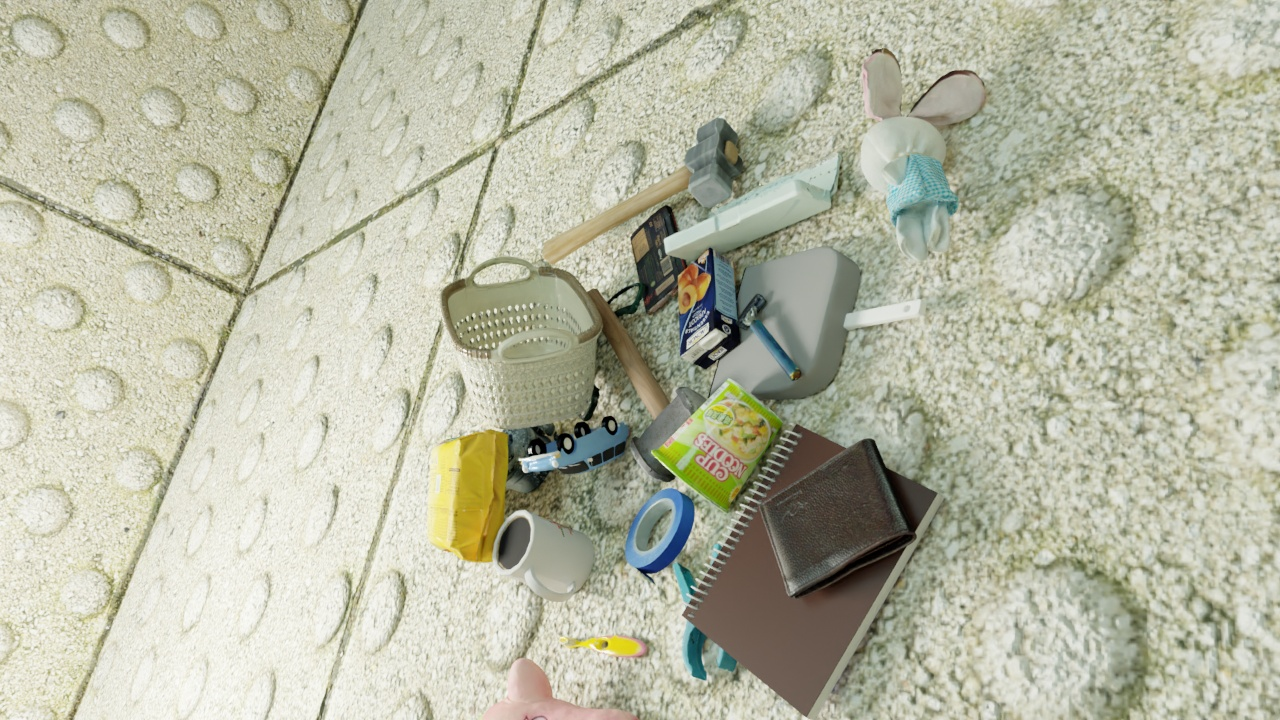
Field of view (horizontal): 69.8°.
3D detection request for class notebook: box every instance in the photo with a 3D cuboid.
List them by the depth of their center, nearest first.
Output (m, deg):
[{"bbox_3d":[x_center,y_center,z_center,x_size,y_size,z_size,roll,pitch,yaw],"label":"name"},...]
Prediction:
[{"bbox_3d":[0.141,0.174,0.807,0.172,0.022,0.209,27,84,49],"label":"notebook"}]

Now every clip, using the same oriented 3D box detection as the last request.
[{"bbox_3d":[0.074,0.235,0.868,0.114,0.028,0.126,-27,46,41],"label":"clip"}]

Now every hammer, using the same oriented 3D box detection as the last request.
[{"bbox_3d":[-0.006,0.006,1.086,0.098,0.052,0.328,-49,40,16],"label":"hammer"},{"bbox_3d":[-0.009,-0.206,1.222,0.324,0.051,0.117,-23,41,35],"label":"hammer"}]

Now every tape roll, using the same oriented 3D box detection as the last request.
[{"bbox_3d":[0.020,0.178,0.962,0.093,0.016,0.091,-57,23,2],"label":"tape roll"}]

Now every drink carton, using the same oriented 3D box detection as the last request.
[{"bbox_3d":[0.076,-0.059,1.042,0.064,0.040,0.129,-41,35,39],"label":"drink carton"}]

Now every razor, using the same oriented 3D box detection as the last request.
[{"bbox_3d":[0.130,-0.022,0.936,0.042,0.022,0.143,-56,29,19],"label":"razor"}]

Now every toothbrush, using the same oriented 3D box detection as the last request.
[{"bbox_3d":[-0.043,0.301,0.972,0.136,0.016,0.021,-14,51,46],"label":"toothbrush"}]

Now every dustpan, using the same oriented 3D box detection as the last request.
[{"bbox_3d":[0.177,-0.040,0.929,0.258,0.033,0.163,-11,58,58],"label":"dustpan"}]

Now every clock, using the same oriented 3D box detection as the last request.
[{"bbox_3d":[-0.148,0.120,1.197,0.130,0.052,0.090,-41,40,27],"label":"clock"}]

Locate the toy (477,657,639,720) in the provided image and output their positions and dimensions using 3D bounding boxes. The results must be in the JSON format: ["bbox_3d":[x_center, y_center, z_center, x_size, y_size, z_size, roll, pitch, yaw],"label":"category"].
[{"bbox_3d":[-0.099,0.395,0.915,0.237,0.096,0.191,-28,54,27],"label":"toy"}]

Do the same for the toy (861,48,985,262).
[{"bbox_3d":[0.264,-0.182,0.886,0.106,0.131,0.205,121,153,-65],"label":"toy"}]

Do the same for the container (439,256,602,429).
[{"bbox_3d":[-0.149,-0.024,1.154,0.246,0.184,0.143,-123,26,-59],"label":"container"}]

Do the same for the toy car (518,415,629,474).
[{"bbox_3d":[-0.071,0.103,1.052,0.056,0.153,0.055,-14,92,35],"label":"toy car"}]

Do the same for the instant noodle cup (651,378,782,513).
[{"bbox_3d":[0.081,0.081,0.913,0.108,0.099,0.099,-51,36,1],"label":"instant noodle cup"}]

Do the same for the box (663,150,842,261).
[{"bbox_3d":[0.128,-0.174,1.047,0.198,0.075,0.125,-19,33,42],"label":"box"}]

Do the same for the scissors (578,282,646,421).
[{"bbox_3d":[-0.062,-0.008,1.206,0.202,0.015,0.203,-31,46,46],"label":"scissors"}]

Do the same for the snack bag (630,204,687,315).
[{"bbox_3d":[0.023,-0.133,1.190,0.075,0.018,0.155,-39,40,28],"label":"snack bag"}]

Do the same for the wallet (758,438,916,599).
[{"bbox_3d":[0.162,0.134,0.777,0.120,0.031,0.099,-35,43,22],"label":"wallet"}]

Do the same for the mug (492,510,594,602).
[{"bbox_3d":[-0.107,0.229,1.038,0.074,0.089,0.105,-48,37,18],"label":"mug"}]

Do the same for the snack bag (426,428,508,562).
[{"bbox_3d":[-0.223,0.169,1.157,0.248,0.068,0.159,160,115,-68],"label":"snack bag"}]
